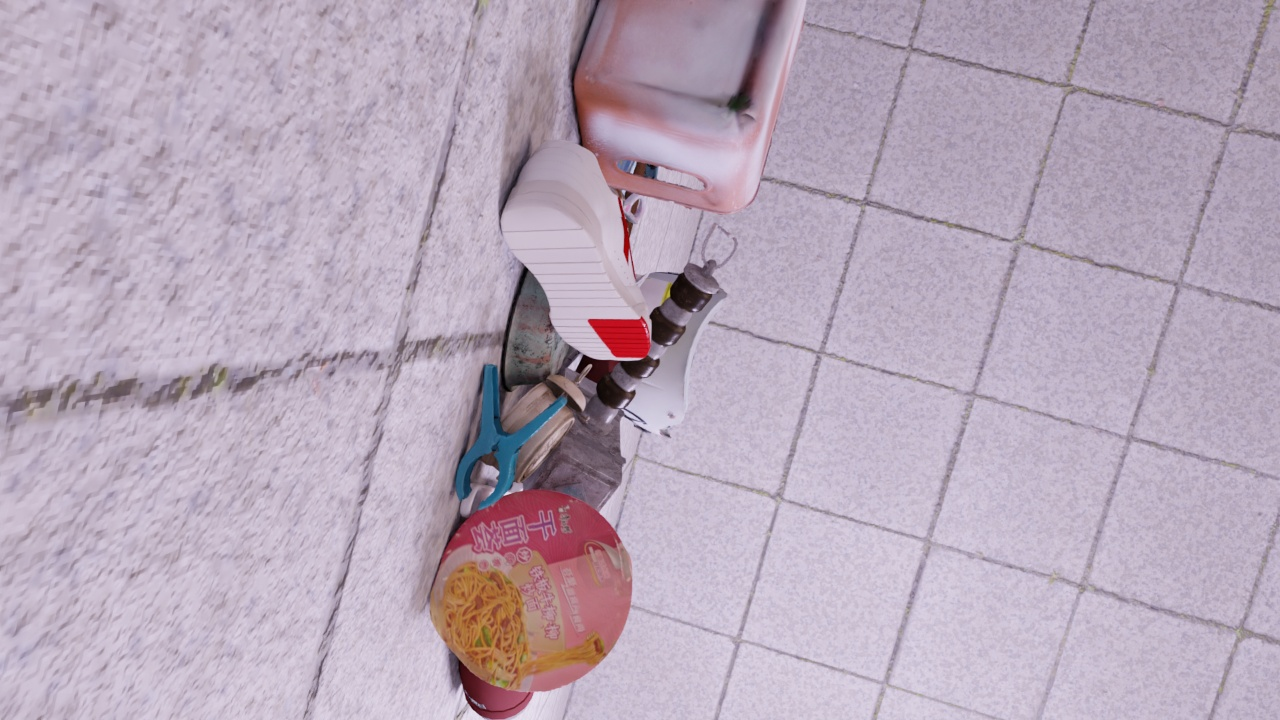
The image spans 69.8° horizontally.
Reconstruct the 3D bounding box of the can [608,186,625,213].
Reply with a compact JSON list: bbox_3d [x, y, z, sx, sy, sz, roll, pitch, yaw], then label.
[{"bbox_3d":[-0.047,-0.131,0.987,0.136,0.054,0.054,98,9,-57],"label":"can"}]

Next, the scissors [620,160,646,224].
[{"bbox_3d":[-0.025,-0.177,1.107,0.172,0.014,0.171,-41,157,-57],"label":"scissors"}]

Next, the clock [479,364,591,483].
[{"bbox_3d":[-0.088,0.058,0.850,0.140,0.054,0.093,-48,174,-15],"label":"clock"}]

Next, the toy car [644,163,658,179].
[{"bbox_3d":[0.014,-0.298,1.311,0.060,0.027,0.107,88,8,-75],"label":"toy car"}]

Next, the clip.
[{"bbox_3d":[-0.129,0.065,0.782,0.027,0.104,0.120,-7,120,-80],"label":"clip"}]

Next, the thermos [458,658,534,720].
[{"bbox_3d":[-0.149,0.323,1.014,0.107,0.084,0.199,-29,150,-25],"label":"thermos"}]

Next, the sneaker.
[{"bbox_3d":[-0.039,-0.094,0.790,0.237,0.090,0.104,59,38,-53],"label":"sneaker"}]

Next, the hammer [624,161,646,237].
[{"bbox_3d":[-0.003,-0.255,1.235,0.115,0.033,0.323,-56,162,-69],"label":"hammer"}]

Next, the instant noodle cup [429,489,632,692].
[{"bbox_3d":[-0.103,0.212,0.860,0.078,0.178,0.178,147,-39,-73],"label":"instant noodle cup"}]

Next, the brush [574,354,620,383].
[{"bbox_3d":[-0.065,0.065,1.112,0.174,0.041,0.082,-62,-149,16],"label":"brush"}]

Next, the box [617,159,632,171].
[{"bbox_3d":[-0.024,-0.254,1.070,0.209,0.021,0.125,91,14,-74],"label":"box"}]

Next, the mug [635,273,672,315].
[{"bbox_3d":[-0.021,-0.072,1.164,0.082,0.106,0.082,18,87,-85],"label":"mug"}]

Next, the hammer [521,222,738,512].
[{"bbox_3d":[-0.006,0.006,0.927,0.327,0.079,0.176,-53,-161,23],"label":"hammer"}]

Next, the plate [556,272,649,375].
[{"bbox_3d":[-0.059,-0.034,1.038,0.188,0.016,0.188,-48,-179,1],"label":"plate"}]

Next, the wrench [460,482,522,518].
[{"bbox_3d":[-0.147,0.147,0.955,0.273,0.018,0.066,70,36,-80],"label":"wrench"}]

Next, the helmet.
[{"bbox_3d":[0.008,-0.021,1.327,0.264,0.163,0.236,134,-24,-86],"label":"helmet"}]

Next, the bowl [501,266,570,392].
[{"bbox_3d":[-0.088,-0.041,0.884,0.157,0.038,0.157,18,88,-85],"label":"bowl"}]

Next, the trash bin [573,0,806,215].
[{"bbox_3d":[0.052,-0.295,0.861,0.157,0.181,0.259,79,28,-75],"label":"trash bin"}]
